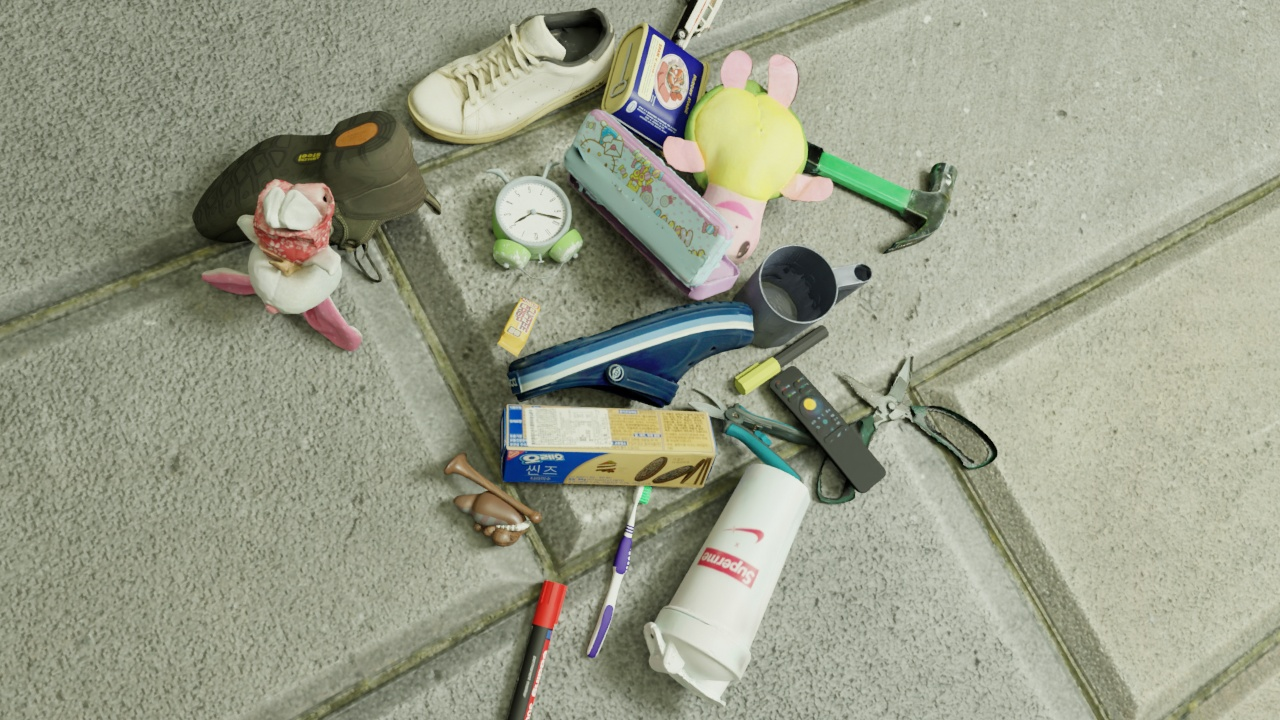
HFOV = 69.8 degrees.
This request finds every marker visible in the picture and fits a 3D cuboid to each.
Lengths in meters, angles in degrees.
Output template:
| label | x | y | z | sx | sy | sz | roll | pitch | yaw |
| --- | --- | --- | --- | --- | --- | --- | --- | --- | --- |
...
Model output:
| label | x | y | z | sx | sy | sz | roll | pitch | yaw |
| --- | --- | --- | --- | --- | --- | --- | --- | --- | --- |
| marker | 0.153 | -0.003 | 0.991 | 0.123 | 0.017 | 0.021 | -33 | 52 | -19 |
| marker | -0.099 | 0.281 | 0.859 | 0.023 | 0.021 | 0.144 | 25 | 70 | -29 |

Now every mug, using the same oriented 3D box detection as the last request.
| label | x | y | z | sx | sy | sz | roll | pitch | yaw |
| --- | --- | --- | --- | --- | --- | --- | --- | --- | --- |
| mug | 0.166 | -0.067 | 0.965 | 0.123 | 0.104 | 0.083 | -12 | 78 | -15 |

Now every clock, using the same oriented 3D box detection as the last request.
| label | x | y | z | sx | sy | sz | roll | pitch | yaw |
| --- | --- | --- | --- | --- | --- | --- | --- | --- | --- |
| clock | -0.111 | -0.142 | 0.958 | 0.094 | 0.043 | 0.119 | -9 | 77 | -13 |

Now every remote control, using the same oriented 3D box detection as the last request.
| label | x | y | z | sx | sy | sz | roll | pitch | yaw |
| --- | --- | --- | --- | --- | --- | --- | --- | --- | --- |
| remote control | 0.195 | 0.072 | 0.967 | 0.041 | 0.020 | 0.152 | -35 | 78 | -19 |

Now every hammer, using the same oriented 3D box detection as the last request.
| label | x | y | z | sx | sy | sz | roll | pitch | yaw |
| --- | --- | --- | --- | --- | --- | --- | --- | --- | --- |
| hammer | 0.206 | -0.228 | 1.057 | 0.318 | 0.032 | 0.130 | 24 | 72 | -4 |

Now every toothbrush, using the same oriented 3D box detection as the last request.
| label | x | y | z | sx | sy | sz | roll | pitch | yaw |
| --- | --- | --- | --- | --- | --- | --- | --- | --- | --- |
| toothbrush | -0.019 | 0.199 | 0.901 | 0.016 | 0.015 | 0.186 | 20 | 72 | -11 |

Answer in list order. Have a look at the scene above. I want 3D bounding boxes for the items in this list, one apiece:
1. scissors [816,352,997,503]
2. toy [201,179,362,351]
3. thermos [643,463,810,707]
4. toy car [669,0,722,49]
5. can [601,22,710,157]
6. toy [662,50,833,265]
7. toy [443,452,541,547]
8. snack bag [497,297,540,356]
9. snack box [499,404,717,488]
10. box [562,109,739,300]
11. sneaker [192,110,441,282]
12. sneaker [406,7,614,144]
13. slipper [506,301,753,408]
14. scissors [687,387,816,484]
| label | x | y | z | sx | sy | sz | roll | pitch | yaw |
| --- | --- | --- | --- | --- | --- | --- | --- | --- | --- |
| scissors | 0.286 | 0.093 | 0.996 | 0.201 | 0.015 | 0.201 | 30 | 73 | -2 |
| toy | -0.314 | -0.089 | 0.827 | 0.159 | 0.195 | 0.084 | 27 | 54 | -8 |
| thermos | 0.086 | 0.209 | 0.885 | 0.099 | 0.099 | 0.220 | 31 | 67 | -3 |
| toy car | 0.064 | -0.396 | 1.069 | 0.039 | 0.039 | 0.113 | 32 | 70 | -25 |
| can | 0.016 | -0.296 | 1.001 | 0.092 | 0.057 | 0.116 | 25 | 69 | -32 |
| toy | 0.111 | -0.214 | 0.984 | 0.190 | 0.088 | 0.238 | 10 | 88 | -15 |
| toy | -0.145 | 0.138 | 0.875 | 0.102 | 0.041 | 0.055 | 32 | 110 | 8 |
| snack bag | -0.120 | -0.035 | 0.912 | 0.026 | 0.020 | 0.099 | 28 | 29 | -8 |
| snack box | -0.034 | 0.085 | 0.900 | 0.206 | 0.057 | 0.056 | 3 | 47 | -11 |
| box | 0.017 | -0.164 | 0.922 | 0.089 | 0.093 | 0.214 | -22 | 59 | -42 |
| sneaker | -0.303 | -0.149 | 0.900 | 0.238 | 0.143 | 0.100 | -13 | 52 | 17 |
| sneaker | -0.128 | -0.307 | 0.967 | 0.241 | 0.102 | 0.089 | -27 | 82 | -18 |
| slipper | -0.005 | 0.005 | 0.914 | 0.252 | 0.105 | 0.095 | -15 | 89 | -14 |
| scissors | 0.125 | 0.075 | 0.953 | 0.124 | 0.019 | 0.155 | -8 | 48 | -40 |
